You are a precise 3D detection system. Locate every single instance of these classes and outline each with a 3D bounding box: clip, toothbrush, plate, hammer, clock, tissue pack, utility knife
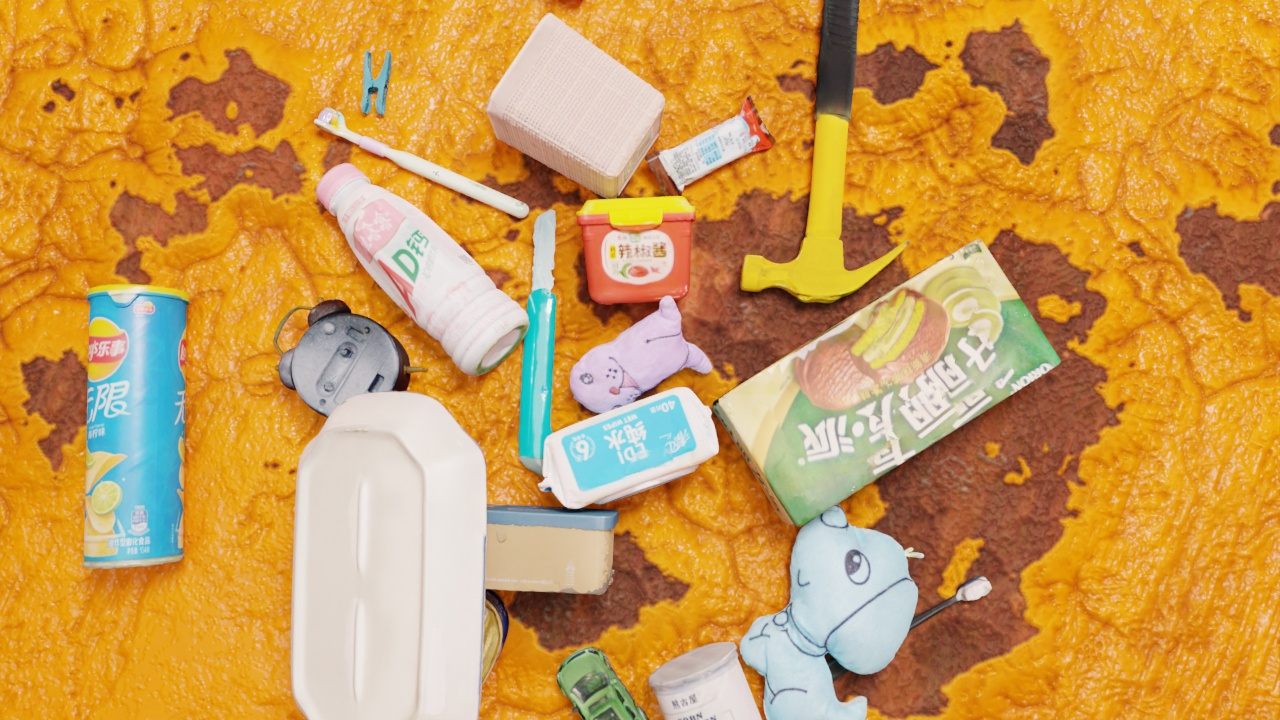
[{"bbox_3d":[-0.219,-0.231,0.762,0.042,0.014,0.056,2,85,2],"label":"clip"},{"bbox_3d":[-0.178,-0.160,0.752,0.189,0.029,0.020,25,127,2],"label":"toothbrush"},{"bbox_3d":[-0.184,0.153,0.630,0.162,0.034,0.265,0,86,24],"label":"plate"},{"bbox_3d":[0.156,-0.194,0.742,0.129,0.033,0.300,5,85,1],"label":"hammer"},{"bbox_3d":[-0.234,0.000,0.720,0.122,0.055,0.082,30,86,4],"label":"clock"},{"bbox_3d":[-0.008,0.069,0.692,0.140,0.090,0.063,-20,84,-2],"label":"tissue pack"},{"bbox_3d":[0.193,0.216,0.712,0.181,0.018,0.015,-29,88,0],"label":"toothbrush"},{"bbox_3d":[-0.080,-0.015,0.739,0.029,0.013,0.216,3,87,2],"label":"utility knife"}]

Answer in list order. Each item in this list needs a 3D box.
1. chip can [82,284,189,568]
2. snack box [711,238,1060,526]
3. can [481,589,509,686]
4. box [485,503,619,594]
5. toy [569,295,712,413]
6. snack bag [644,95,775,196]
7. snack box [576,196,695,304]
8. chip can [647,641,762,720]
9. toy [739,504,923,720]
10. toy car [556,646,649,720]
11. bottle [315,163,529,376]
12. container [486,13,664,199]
[{"bbox_3d":[-0.389,0.050,0.709,0.071,0.071,0.210,-2,85,1],"label":"chip can"},{"bbox_3d":[0.184,0.017,0.706,0.240,0.063,0.114,-31,86,-3],"label":"snack box"},{"bbox_3d":[-0.158,0.239,0.698,0.074,0.049,0.148,35,86,4],"label":"can"},{"bbox_3d":[-0.096,0.138,0.687,0.184,0.090,0.061,1,85,0],"label":"box"},{"bbox_3d":[-0.004,0.004,0.716,0.108,0.039,0.084,-32,126,6],"label":"toy"},{"bbox_3d":[0.058,-0.171,0.744,0.104,0.026,0.048,-32,105,-1],"label":"snack bag"},{"bbox_3d":[-0.002,-0.085,0.716,0.091,0.082,0.080,-3,98,1],"label":"snack box"},{"bbox_3d":[0.077,0.324,0.676,0.071,0.071,0.214,-22,85,-1],"label":"chip can"},{"bbox_3d":[0.148,0.195,0.696,0.156,0.050,0.161,-22,80,1],"label":"toy"},{"bbox_3d":[-0.027,0.264,0.702,0.043,0.036,0.091,-37,81,-1],"label":"toy car"},{"bbox_3d":[-0.175,-0.077,0.722,0.068,0.068,0.197,-45,82,-3],"label":"bottle"},{"bbox_3d":[-0.047,-0.192,0.719,0.111,0.090,0.090,33,86,1],"label":"container"}]
